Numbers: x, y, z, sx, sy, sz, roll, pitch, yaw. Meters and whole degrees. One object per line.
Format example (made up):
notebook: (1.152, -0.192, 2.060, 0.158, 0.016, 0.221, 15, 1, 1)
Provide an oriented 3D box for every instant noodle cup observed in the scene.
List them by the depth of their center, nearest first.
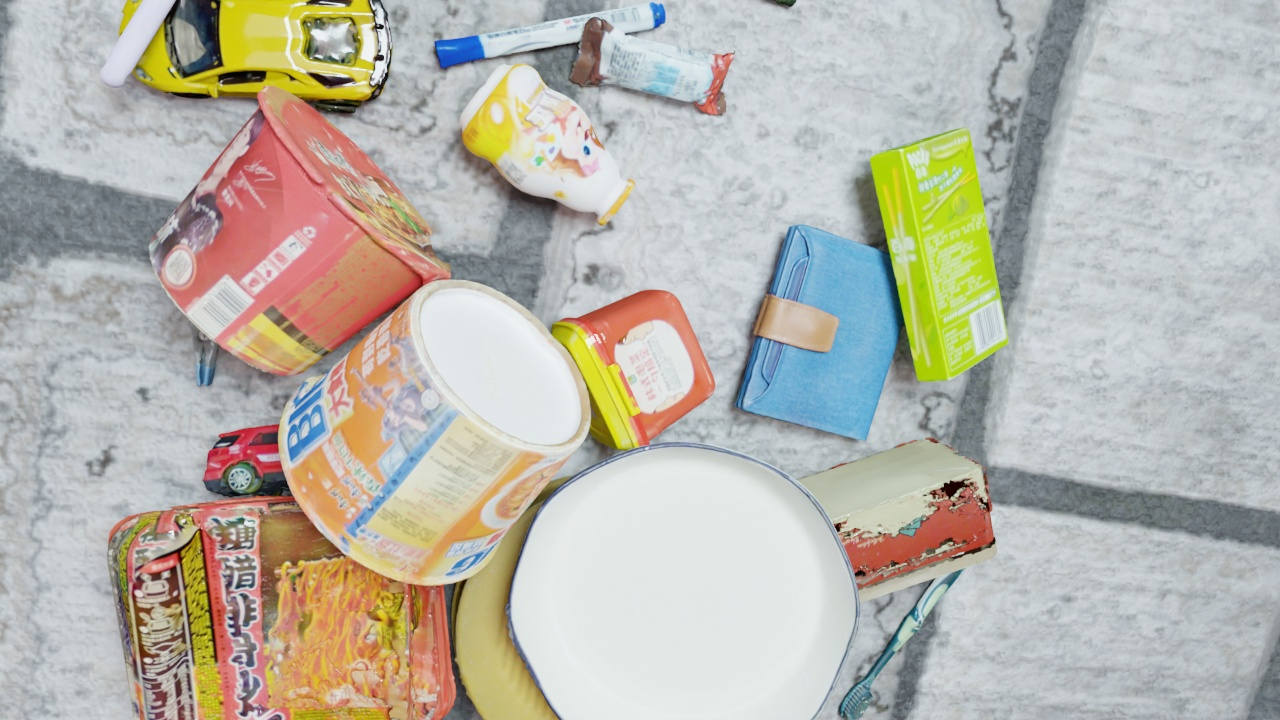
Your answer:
instant noodle cup: (-0.195, -0.066, 0.516, 0.108, 0.138, 0.138, -40, 104, 6)
instant noodle cup: (-0.108, 0.033, 0.519, 0.151, 0.151, 0.112, 40, 117, -14)
instant noodle cup: (-0.214, 0.156, 0.571, 0.188, 0.079, 0.164, -3, 100, -9)

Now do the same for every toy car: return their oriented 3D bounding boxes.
toy car: (-0.223, -0.185, 0.535, 0.155, 0.041, 0.071, 1, 97, -9)
toy car: (-0.206, 0.062, 0.571, 0.120, 0.053, 0.045, -2, 77, -6)

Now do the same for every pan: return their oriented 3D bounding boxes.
pan: (-0.048, 0.253, 0.636, 0.197, 0.078, 0.357, 12, 90, -9)

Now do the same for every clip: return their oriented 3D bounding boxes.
clip: (-0.265, -0.012, 0.565, 0.028, 0.024, 0.057, 3, 92, -15)

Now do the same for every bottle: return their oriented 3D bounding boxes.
bottle: (-0.055, -0.129, 0.563, 0.108, 0.063, 0.063, 37, 91, -14)

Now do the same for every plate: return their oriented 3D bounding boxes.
plate: (0.025, 0.145, 0.557, 0.205, 0.045, 0.205, 1, 99, 7)

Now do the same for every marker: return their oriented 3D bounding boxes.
marker: (-0.055, -0.205, 0.575, 0.145, 0.017, 0.017, -13, 101, -8)

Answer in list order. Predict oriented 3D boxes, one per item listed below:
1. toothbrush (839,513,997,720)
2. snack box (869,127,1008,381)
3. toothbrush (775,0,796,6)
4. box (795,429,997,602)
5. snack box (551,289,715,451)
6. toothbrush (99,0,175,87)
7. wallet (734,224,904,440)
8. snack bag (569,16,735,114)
toothbrush: (0.210, 0.193, 0.687, 0.016, 0.018, 0.191, 36, 91, -13)
snack box: (0.205, -0.072, 0.620, 0.085, 0.026, 0.156, -25, 105, -37)
toothbrush: (0.016, -0.252, 0.568, 0.185, 0.012, 0.017, 12, 108, -22)
box: (0.146, 0.107, 0.623, 0.168, 0.091, 0.079, -17, 105, -8)
snack box: (-0.003, 0.003, 0.587, 0.080, 0.082, 0.091, -28, 104, -15)
toothbrush: (-0.250, -0.234, 0.507, 0.021, 0.029, 0.189, 29, 79, -30)
wallet: (0.129, -0.018, 0.629, 0.106, 0.040, 0.133, 15, 94, -17)
snack bag: (0.011, -0.185, 0.583, 0.105, 0.026, 0.045, 9, 132, -13)
